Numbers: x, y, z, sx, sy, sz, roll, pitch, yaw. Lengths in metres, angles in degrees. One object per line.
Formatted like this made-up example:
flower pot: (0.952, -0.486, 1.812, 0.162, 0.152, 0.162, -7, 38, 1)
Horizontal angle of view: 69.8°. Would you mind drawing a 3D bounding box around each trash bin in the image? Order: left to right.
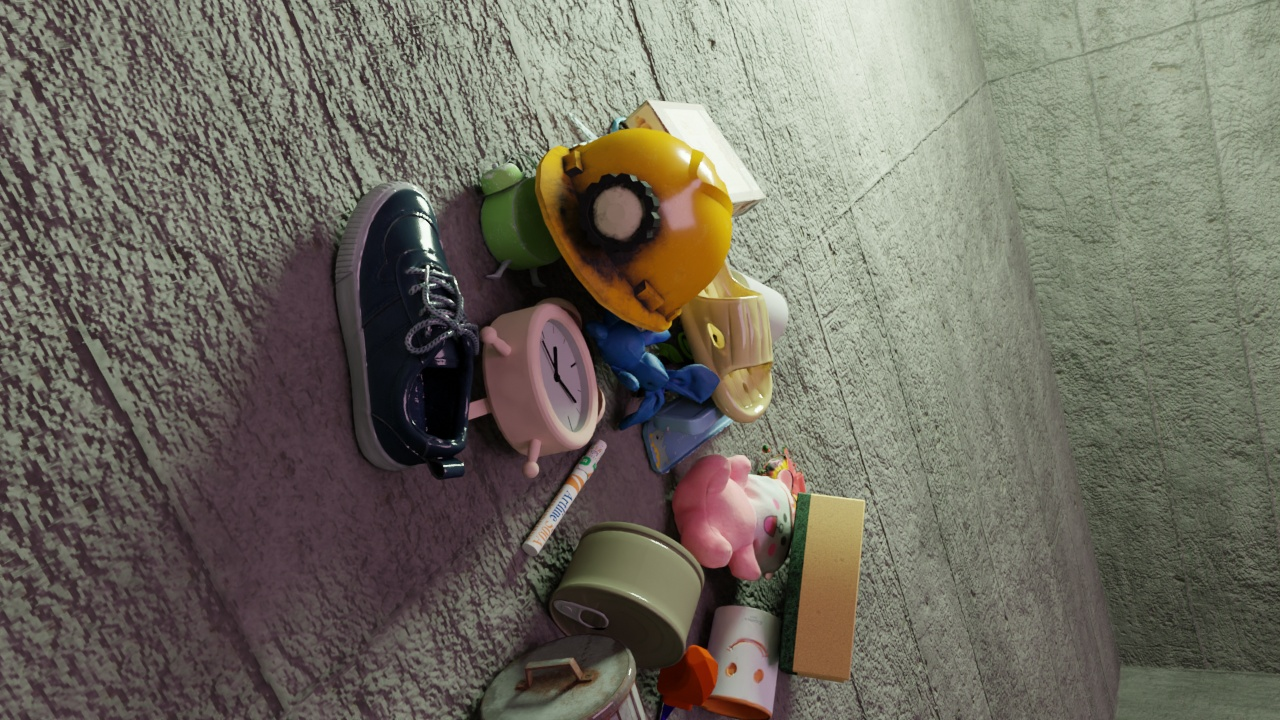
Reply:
trash bin: (-0.043, 0.340, 0.765, 0.130, 0.131, 0.211, -38, 115, -51)

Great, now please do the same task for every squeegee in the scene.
squeegee: (0.046, 0.309, 0.892, 0.185, 0.055, 0.249, 95, 9, -59)

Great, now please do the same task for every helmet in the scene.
helmet: (0.018, -0.144, 0.878, 0.205, 0.131, 0.255, 60, 17, 0)

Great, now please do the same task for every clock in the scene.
clock: (-0.106, -0.133, 0.850, 0.094, 0.043, 0.119, 2, 81, -56)
clock: (-0.095, 0.019, 0.817, 0.160, 0.086, 0.131, -35, 111, -62)

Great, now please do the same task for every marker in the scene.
marker: (-0.069, 0.127, 0.869, 0.017, 0.017, 0.145, 62, 39, -25)

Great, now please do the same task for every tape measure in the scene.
tape measure: (0.047, -0.023, 1.044, 0.065, 0.036, 0.058, 10, 92, -42)

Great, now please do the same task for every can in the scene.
can: (-0.011, 0.215, 0.838, 0.128, 0.128, 0.073, 57, 40, -31)

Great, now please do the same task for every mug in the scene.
mug: (0.119, -0.076, 1.140, 0.096, 0.079, 0.111, 17, 41, -52)
mug: (0.113, 0.339, 1.027, 0.082, 0.082, 0.105, 46, 47, -40)

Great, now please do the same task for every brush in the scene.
brush: (0.220, 0.281, 1.108, 0.250, 0.075, 0.194, 62, 36, -68)

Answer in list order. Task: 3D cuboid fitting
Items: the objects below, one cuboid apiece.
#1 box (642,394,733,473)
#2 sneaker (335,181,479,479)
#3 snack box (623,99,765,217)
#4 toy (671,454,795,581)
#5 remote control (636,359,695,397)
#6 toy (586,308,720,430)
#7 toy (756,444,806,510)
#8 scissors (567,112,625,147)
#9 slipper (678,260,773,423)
box: (0.082, 0.067, 1.063, 0.209, 0.073, 0.079, -28, 119, -55)
sneaker: (-0.169, -0.027, 0.698, 0.089, 0.088, 0.235, 2, 82, -55)
snack box: (0.065, -0.231, 1.063, 0.143, 0.041, 0.146, 57, 32, 6)
toy: (0.118, 0.183, 1.066, 0.213, 0.084, 0.141, 18, 70, -51)
remote control: (0.053, 0.017, 1.026, 0.146, 0.015, 0.033, -11, 135, -40)
toy: (-0.005, 0.005, 0.923, 0.112, 0.071, 0.176, -49, 129, -8)
toy: (0.188, 0.162, 1.208, 0.103, 0.046, 0.084, 56, 28, -39)
scissors: (-0.030, -0.220, 1.000, 0.138, 0.015, 0.120, -26, 96, -50)
slipper: (0.098, -0.063, 1.017, 0.111, 0.079, 0.261, -8, 74, -50)
